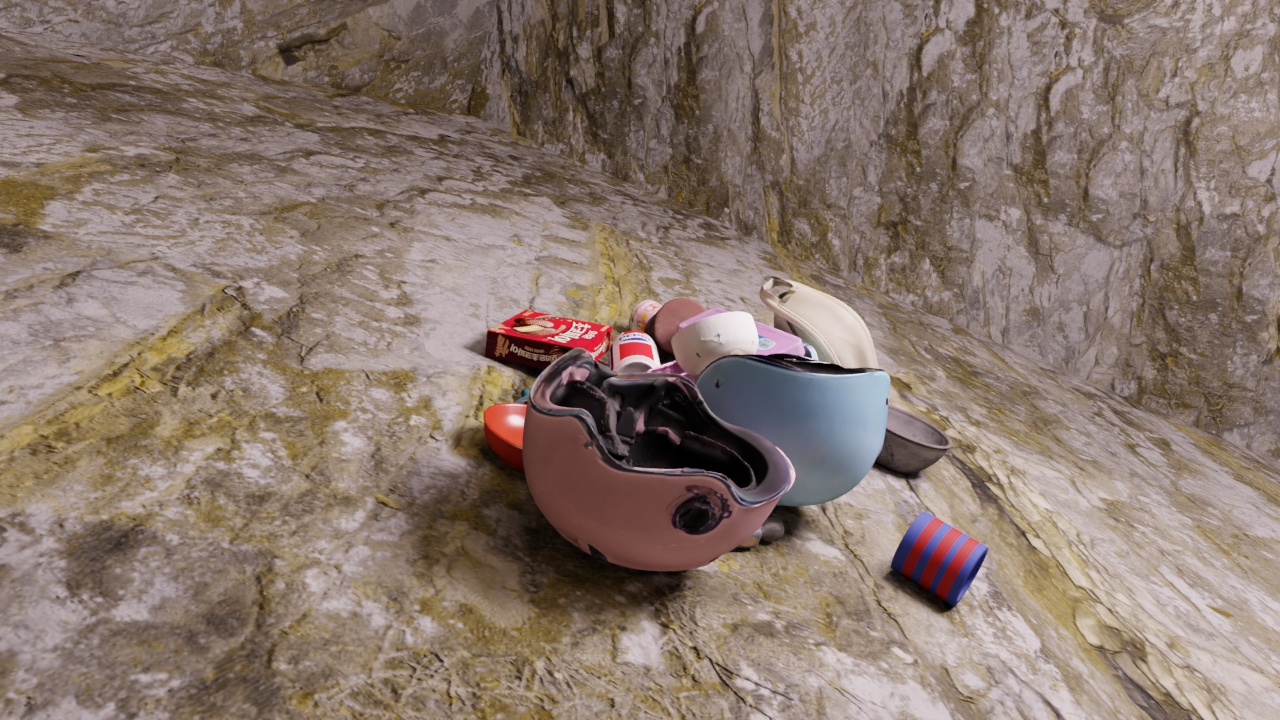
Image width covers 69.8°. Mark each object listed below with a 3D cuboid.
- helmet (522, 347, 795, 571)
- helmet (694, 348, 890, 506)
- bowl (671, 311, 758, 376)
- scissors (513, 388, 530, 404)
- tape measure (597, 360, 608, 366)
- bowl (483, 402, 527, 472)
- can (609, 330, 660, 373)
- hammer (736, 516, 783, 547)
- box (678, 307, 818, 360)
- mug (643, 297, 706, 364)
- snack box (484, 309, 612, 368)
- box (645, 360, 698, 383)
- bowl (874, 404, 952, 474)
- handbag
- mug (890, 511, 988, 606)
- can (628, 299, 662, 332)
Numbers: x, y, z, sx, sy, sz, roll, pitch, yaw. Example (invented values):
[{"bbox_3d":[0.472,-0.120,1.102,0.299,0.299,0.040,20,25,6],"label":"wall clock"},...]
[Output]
[{"bbox_3d":[0.007,0.106,0.851,0.255,0.153,0.230,14,16,-19],"label":"helmet"},{"bbox_3d":[0.163,0.082,1.059,0.225,0.166,0.266,9,-7,-3],"label":"helmet"},{"bbox_3d":[0.092,-0.013,1.100,0.104,0.105,0.054,3,64,-44],"label":"bowl"},{"bbox_3d":[-0.123,0.055,1.091,0.121,0.019,0.150,30,18,31],"label":"scissors"},{"bbox_3d":[-0.069,0.011,1.284,0.051,0.019,0.059,10,13,-37],"label":"tape measure"},{"bbox_3d":[-0.112,0.088,0.972,0.122,0.035,0.122,19,17,-6],"label":"bowl"},{"bbox_3d":[-0.008,0.007,1.279,0.070,0.070,0.132,18,17,-8],"label":"can"},{"bbox_3d":[0.011,0.113,1.048,0.119,0.031,0.331,3,25,-44],"label":"hammer"},{"bbox_3d":[0.145,-0.001,1.229,0.089,0.092,0.214,-27,25,-20],"label":"box"},{"bbox_3d":[0.057,-0.026,1.369,0.096,0.123,0.110,-10,-6,-4],"label":"mug"},{"bbox_3d":[-0.123,-0.027,1.267,0.133,0.036,0.151,11,16,10],"label":"snack box"},{"bbox_3d":[0.077,0.067,1.217,0.155,0.059,0.201,59,27,9],"label":"box"},{"bbox_3d":[0.385,0.123,1.378,0.145,0.067,0.144,19,17,-6],"label":"bowl"},{"bbox_3d":[0.230,0.017,1.267,0.184,0.229,0.131,33,61,29],"label":"handbag"},{"bbox_3d":[0.335,0.224,1.026,0.076,0.075,0.112,30,-7,29],"label":"mug"},{"bbox_3d":[0.029,-0.057,1.524,0.067,0.067,0.076,0,26,-48],"label":"can"}]
